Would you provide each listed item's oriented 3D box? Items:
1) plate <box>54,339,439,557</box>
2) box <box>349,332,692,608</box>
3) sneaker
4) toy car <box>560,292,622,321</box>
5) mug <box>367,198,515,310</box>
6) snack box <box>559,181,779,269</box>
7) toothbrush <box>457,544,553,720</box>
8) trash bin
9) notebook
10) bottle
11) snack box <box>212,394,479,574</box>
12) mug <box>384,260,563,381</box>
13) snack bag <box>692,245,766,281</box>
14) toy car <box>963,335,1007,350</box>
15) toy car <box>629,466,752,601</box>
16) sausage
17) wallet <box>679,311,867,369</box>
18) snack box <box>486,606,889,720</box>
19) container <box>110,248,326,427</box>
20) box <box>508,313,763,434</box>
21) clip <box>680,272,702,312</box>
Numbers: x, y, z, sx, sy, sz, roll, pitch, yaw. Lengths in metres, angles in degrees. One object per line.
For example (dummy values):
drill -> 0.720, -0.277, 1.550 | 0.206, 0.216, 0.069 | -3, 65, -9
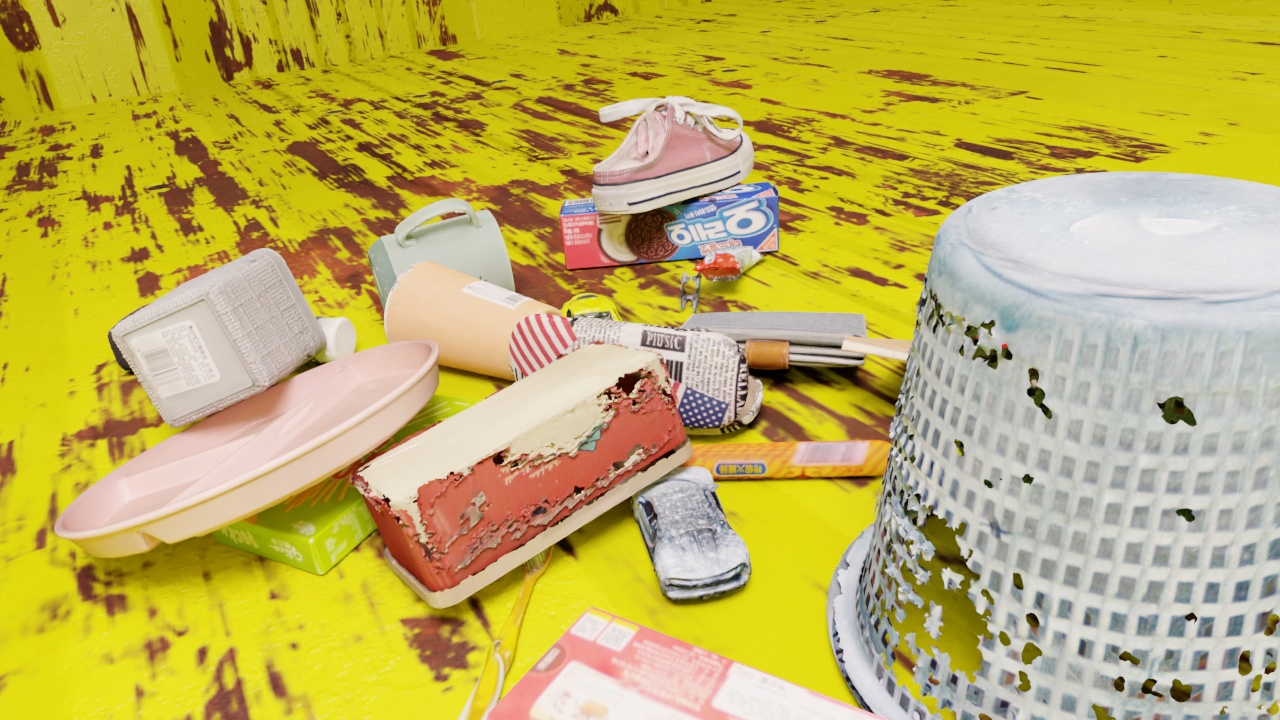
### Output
plate -> -0.222, 0.048, 0.546 | 0.229, 0.028, 0.229 | -21, 15, 6
box -> -0.063, 0.047, 0.493 | 0.168, 0.078, 0.091 | -29, 21, -27
sneaker -> 0.034, -0.202, 0.856 | 0.118, 0.088, 0.240 | 8, 25, 33
toy car -> -0.036, -0.026, 0.715 | 0.048, 0.032, 0.105 | -10, 29, -8
mug -> -0.169, -0.084, 0.768 | 0.106, 0.112, 0.082 | -17, 52, -16
snack box -> 0.029, -0.130, 0.876 | 0.207, 0.058, 0.057 | -5, 24, 2
toothbrush -> -0.066, 0.135, 0.418 | 0.016, 0.018, 0.191 | -2, 25, 11
trash bin -> 0.189, 0.038, 0.365 | 0.226, 0.195, 0.226 | -5, 27, 2
notebook -> 0.247, 0.009, 0.548 | 0.212, 0.012, 0.149 | 14, 8, 34
bottle -> -0.328, -0.019, 0.748 | 0.195, 0.044, 0.079 | 2, 29, 13
snack box -> -0.176, 0.067, 0.568 | 0.086, 0.026, 0.156 | 8, 30, 27
mug -> -0.120, -0.025, 0.689 | 0.123, 0.078, 0.078 | 15, 33, 27
snack bag -> 0.079, -0.087, 0.807 | 0.045, 0.026, 0.105 | -4, 12, 22
toy car -> 0.271, -0.016, 0.626 | 0.106, 0.031, 0.049 | 4, -1, 23
toy car -> 0.024, 0.086, 0.486 | 0.049, 0.031, 0.105 | -10, 26, -9
sausage -> 0.071, 0.059, 0.538 | 0.165, 0.021, 0.021 | -2, 27, 7
wallet -> 0.093, -0.013, 0.651 | 0.130, 0.037, 0.106 | 2, 12, 13
snack box -> 0.021, 0.151, 0.363 | 0.153, 0.025, 0.075 | 12, 33, 31
container -> -0.293, -0.016, 0.644 | 0.090, 0.090, 0.114 | -24, 16, 5
box -> -0.004, 0.003, 0.593 | 0.162, 0.087, 0.075 | 10, 45, 21
clip -> 0.042, -0.061, 0.777 | 0.036, 0.025, 0.057 | 4, 23, 5
